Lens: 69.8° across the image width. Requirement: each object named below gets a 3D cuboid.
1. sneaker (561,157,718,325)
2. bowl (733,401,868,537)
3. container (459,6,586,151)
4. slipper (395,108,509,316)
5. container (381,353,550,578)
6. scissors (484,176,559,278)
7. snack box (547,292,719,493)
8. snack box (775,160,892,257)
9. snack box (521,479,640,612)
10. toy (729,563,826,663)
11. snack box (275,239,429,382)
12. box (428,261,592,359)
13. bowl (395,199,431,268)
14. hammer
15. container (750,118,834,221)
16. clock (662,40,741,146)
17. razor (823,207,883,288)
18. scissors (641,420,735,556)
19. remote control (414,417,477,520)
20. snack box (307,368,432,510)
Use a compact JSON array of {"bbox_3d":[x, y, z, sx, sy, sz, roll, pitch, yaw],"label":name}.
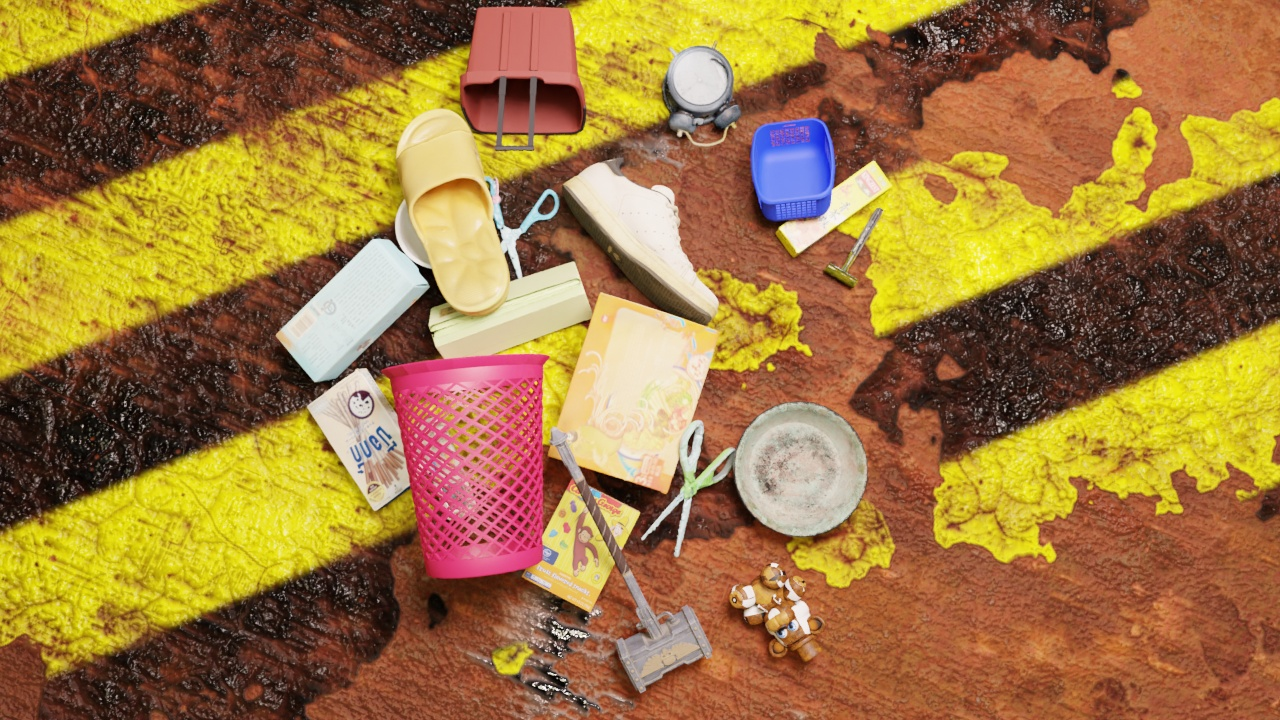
[{"bbox_3d":[0.018,-0.149,1.097,0.102,0.089,0.241,-43,82,-13],"label":"sneaker"},{"bbox_3d":[0.187,0.128,1.088,0.157,0.038,0.157,0,84,-1],"label":"bowl"},{"bbox_3d":[-0.138,-0.307,1.083,0.148,0.127,0.200,0,74,-1],"label":"container"},{"bbox_3d":[-0.219,-0.178,1.049,0.099,0.078,0.263,-20,77,-1],"label":"slipper"},{"bbox_3d":[-0.182,0.116,1.013,0.183,0.183,0.225,-6,87,-2],"label":"container"},{"bbox_3d":[-0.149,-0.169,1.129,0.125,0.015,0.136,-17,91,-1],"label":"scissors"},{"bbox_3d":[-0.008,0.036,1.061,0.145,0.080,0.195,18,92,-3],"label":"snack box"},{"bbox_3d":[0.237,-0.185,1.127,0.148,0.029,0.040,-35,86,-4],"label":"snack box"},{"bbox_3d":[-0.069,0.214,1.074,0.088,0.040,0.125,27,84,2],"label":"snack box"},{"bbox_3d":[0.164,0.294,1.059,0.087,0.067,0.112,-39,73,20],"label":"toy"},{"bbox_3d":[-0.336,-0.057,1.073,0.175,0.053,0.075,-42,85,10],"label":"snack box"},{"bbox_3d":[-0.154,-0.055,1.085,0.188,0.078,0.089,-18,84,-2],"label":"box"},{"bbox_3d":[-0.236,-0.158,1.108,0.110,0.040,0.110,0,81,0],"label":"bowl"},{"bbox_3d":[-0.027,0.214,1.021,0.098,0.044,0.322,-26,105,-4],"label":"hammer"},{"bbox_3d":[0.183,-0.224,1.100,0.096,0.058,0.114,-5,66,10],"label":"container"},{"bbox_3d":[0.074,-0.325,1.129,0.090,0.052,0.129,-10,89,-2],"label":"clock"},{"bbox_3d":[0.269,-0.143,1.128,0.042,0.026,0.105,31,80,4],"label":"razor"},{"bbox_3d":[0.054,0.143,1.049,0.023,0.169,0.171,23,48,32],"label":"scissors"},{"bbox_3d":[-0.232,0.128,1.091,0.038,0.018,0.125,-22,86,-3],"label":"remote control"},{"bbox_3d":[-0.318,0.092,1.080,0.082,0.026,0.150,-35,86,8],"label":"snack box"}]
